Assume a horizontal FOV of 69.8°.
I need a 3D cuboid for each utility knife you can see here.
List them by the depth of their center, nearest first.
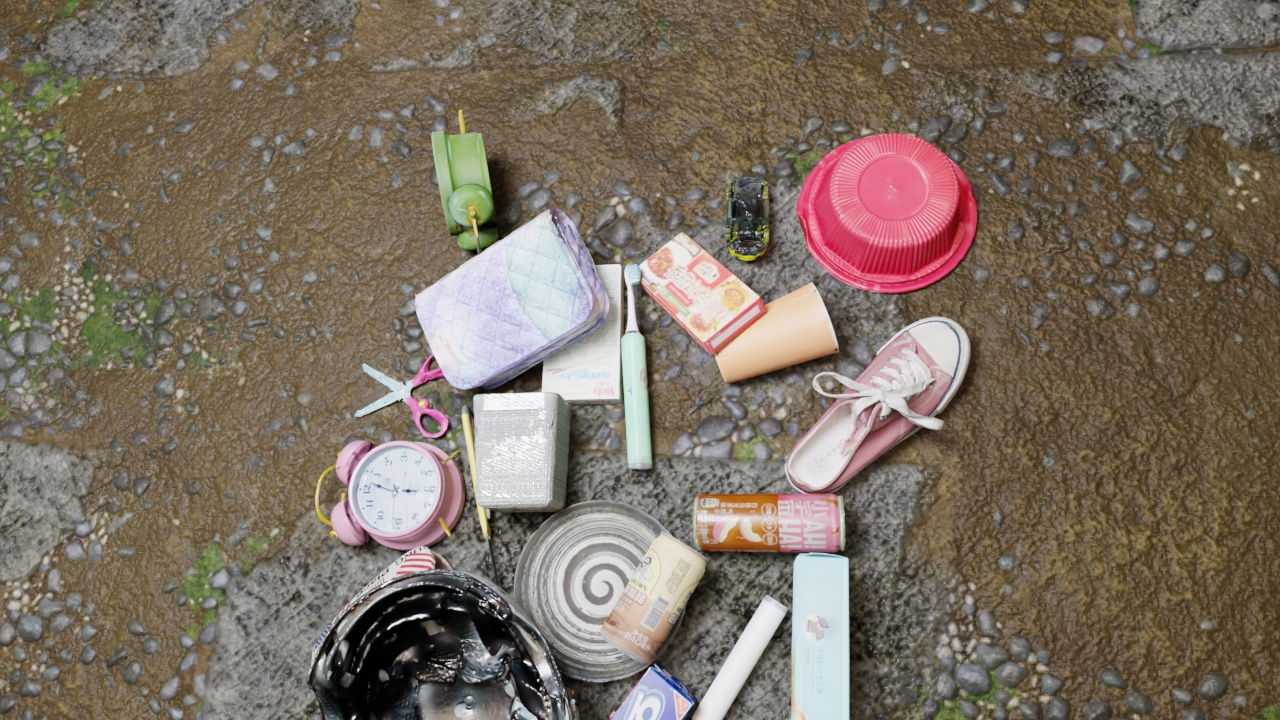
[{"bbox_3d":[-0.170,0.150,0.974,0.022,0.031,0.220,-9,75,2],"label":"utility knife"}]

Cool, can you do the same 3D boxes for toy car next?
[{"bbox_3d":[0.120,-0.158,1.023,0.048,0.032,0.105,0,63,7],"label":"toy car"}]

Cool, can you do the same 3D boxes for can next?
[{"bbox_3d":[0.014,0.229,0.886,0.058,0.058,0.116,29,78,14],"label":"can"},{"bbox_3d":[0.127,0.161,0.911,0.147,0.058,0.057,-2,74,10],"label":"can"}]

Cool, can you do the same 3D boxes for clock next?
[{"bbox_3d":[-0.269,0.140,0.972,0.158,0.060,0.117,-2,73,9],"label":"clock"},{"bbox_3d":[-0.194,-0.187,1.030,0.056,0.116,0.161,-10,70,-6],"label":"clock"}]

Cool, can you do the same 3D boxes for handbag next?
[{"bbox_3d":[-0.137,-0.060,0.981,0.194,0.075,0.134,-28,81,16],"label":"handbag"}]

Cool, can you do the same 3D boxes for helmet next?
[{"bbox_3d":[-0.174,0.326,0.857,0.230,0.157,0.274,-23,86,-3],"label":"helmet"}]

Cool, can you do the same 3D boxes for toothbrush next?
[{"bbox_3d":[0.076,0.329,0.891,0.026,0.026,0.220,21,75,53],"label":"toothbrush"},{"bbox_3d":[-0.006,0.006,0.983,0.027,0.026,0.224,-10,77,31],"label":"toothbrush"}]

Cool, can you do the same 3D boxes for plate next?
[{"bbox_3d":[-0.040,0.233,0.935,0.179,0.024,0.179,-2,72,6],"label":"plate"}]

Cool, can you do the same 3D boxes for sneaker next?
[{"bbox_3d":[0.241,0.042,0.919,0.241,0.088,0.118,-42,73,-4],"label":"sneaker"}]

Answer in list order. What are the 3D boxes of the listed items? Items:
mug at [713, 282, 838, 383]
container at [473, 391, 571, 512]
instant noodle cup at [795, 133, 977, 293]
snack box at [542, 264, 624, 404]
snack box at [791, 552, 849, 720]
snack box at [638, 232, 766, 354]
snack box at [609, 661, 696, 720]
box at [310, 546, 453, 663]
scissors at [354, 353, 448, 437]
[{"bbox_3d":[0.137,-0.023,0.963,0.123,0.078,0.078,-21,72,7],"label":"mug"},{"bbox_3d":[-0.122,0.098,0.951,0.090,0.090,0.114,-3,76,7],"label":"container"},{"bbox_3d":[0.269,-0.172,0.990,0.194,0.066,0.193,-2,75,8],"label":"instant noodle cup"},{"bbox_3d":[-0.062,-0.029,1.011,0.085,0.027,0.156,-1,74,7],"label":"snack box"},{"bbox_3d":[0.170,0.273,0.869,0.052,0.074,0.174,1,74,8],"label":"snack box"},{"bbox_3d":[0.060,-0.074,0.976,0.075,0.025,0.153,-39,46,-3],"label":"snack box"},{"bbox_3d":[-0.029,0.387,0.871,0.057,0.058,0.207,36,82,16],"label":"snack box"},{"bbox_3d":[-0.269,0.253,0.928,0.163,0.083,0.075,-44,63,-4],"label":"box"},{"bbox_3d":[-0.258,0.030,1.027,0.133,0.017,0.130,30,82,18],"label":"scissors"}]
